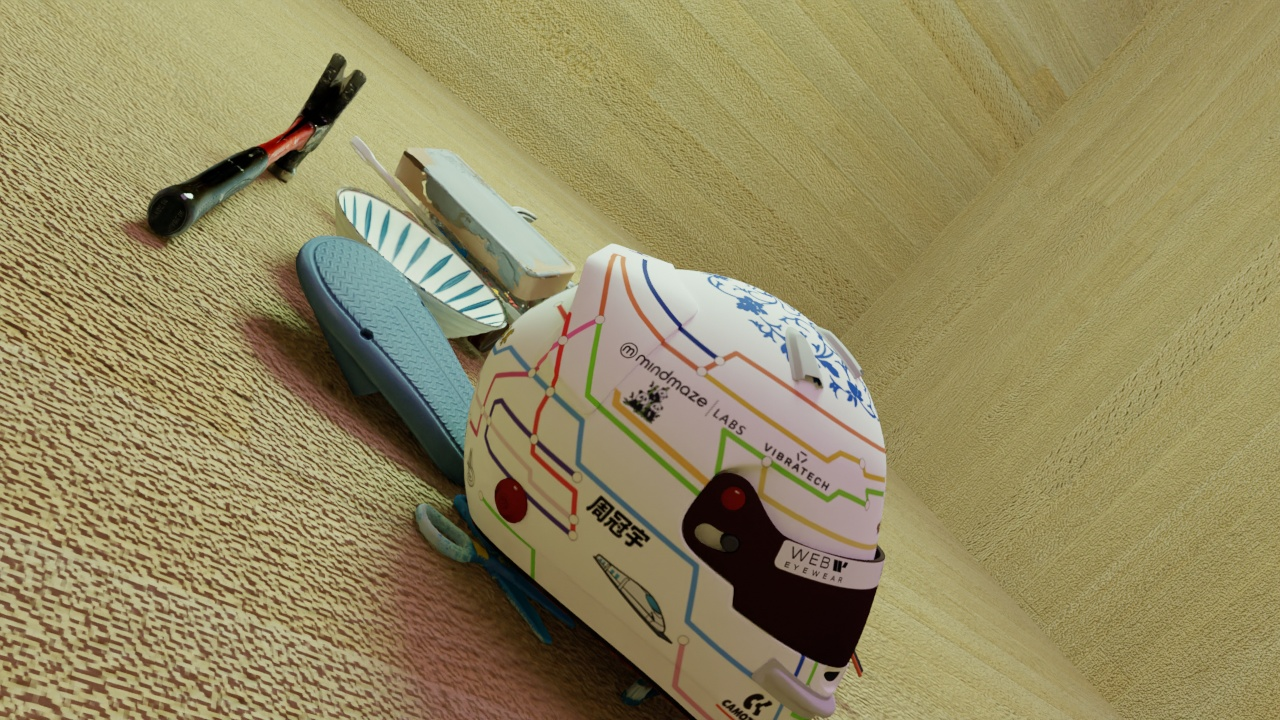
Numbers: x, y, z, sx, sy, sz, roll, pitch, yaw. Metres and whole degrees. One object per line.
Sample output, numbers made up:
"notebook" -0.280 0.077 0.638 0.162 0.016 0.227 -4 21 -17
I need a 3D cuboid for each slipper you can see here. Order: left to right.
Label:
"slipper" -0.177 0.004 0.655 0.213 0.059 0.103 56 17 -3

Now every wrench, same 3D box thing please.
"wrench" -0.200 -0.122 0.933 0.273 0.009 0.047 48 -13 -2

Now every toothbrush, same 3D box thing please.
"toothbrush" 0.024 0.218 0.619 0.021 0.016 0.132 45 11 29

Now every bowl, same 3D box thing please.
"bowl" -0.204 -0.064 0.788 0.177 0.071 0.177 41 11 -10

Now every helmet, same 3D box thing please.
"helmet" 0.042 0.072 0.593 0.314 0.236 0.231 40 5 3

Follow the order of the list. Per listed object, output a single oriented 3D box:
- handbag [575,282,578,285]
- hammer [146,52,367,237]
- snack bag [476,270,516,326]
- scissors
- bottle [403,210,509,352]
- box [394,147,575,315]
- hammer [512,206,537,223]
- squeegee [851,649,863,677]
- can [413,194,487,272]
"handbag" -0.006 0.006 0.971 0.232 0.191 0.088 10 33 -35
"hammer" -0.311 -0.171 0.754 0.036 0.141 0.325 39 19 -17
"snack bag" -0.181 -0.075 1.014 0.077 0.036 0.115 49 13 33
"scissors" -0.092 0.128 0.571 0.132 0.019 0.104 47 14 31
"bottle" -0.197 -0.076 0.902 0.162 0.056 0.056 44 11 12
"box" -0.165 -0.121 0.943 0.216 0.096 0.104 44 24 20
"hammer" -0.079 -0.056 1.130 0.316 0.036 0.126 51 24 -30
"squeegee" 0.124 0.192 0.789 0.249 0.055 0.184 68 17 2
"can" -0.201 -0.152 1.133 0.146 0.079 0.079 35 13 -33
